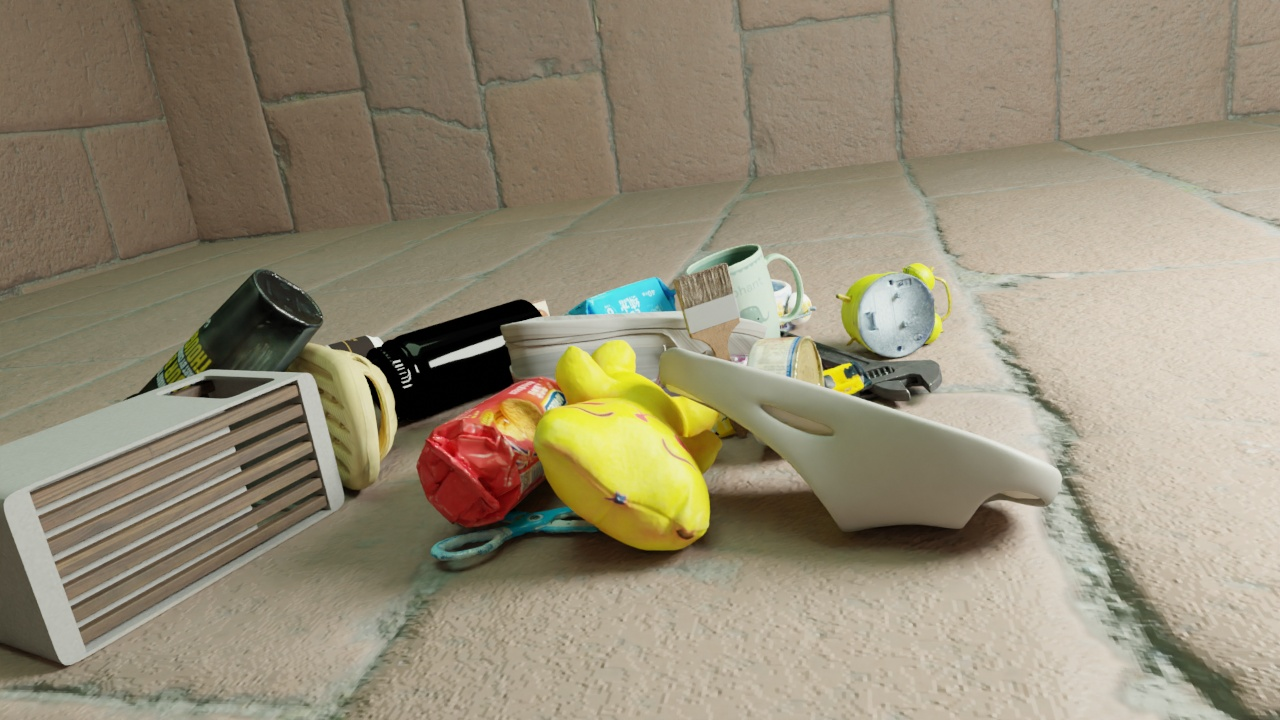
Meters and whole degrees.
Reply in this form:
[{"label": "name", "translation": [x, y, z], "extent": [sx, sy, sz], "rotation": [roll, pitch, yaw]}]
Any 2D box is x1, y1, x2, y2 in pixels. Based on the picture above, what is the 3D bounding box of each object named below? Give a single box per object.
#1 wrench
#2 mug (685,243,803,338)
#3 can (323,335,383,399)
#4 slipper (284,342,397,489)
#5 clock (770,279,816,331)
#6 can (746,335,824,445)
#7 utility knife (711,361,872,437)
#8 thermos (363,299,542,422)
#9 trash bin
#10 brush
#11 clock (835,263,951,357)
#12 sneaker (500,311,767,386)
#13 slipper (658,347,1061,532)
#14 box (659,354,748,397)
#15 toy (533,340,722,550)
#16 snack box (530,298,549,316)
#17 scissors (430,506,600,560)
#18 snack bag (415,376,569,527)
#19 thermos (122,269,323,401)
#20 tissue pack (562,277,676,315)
[{"label": "wrench", "translation": [0.191, -0.001, 0.884], "extent": [0.073, 0.018, 0.273], "rotation": [-22, 17, -14]}, {"label": "mug", "translation": [0.116, -0.064, 0.959], "extent": [0.111, 0.104, 0.084], "rotation": [-22, 17, -2]}, {"label": "can", "translation": [-0.339, 0.020, 0.989], "extent": [0.128, 0.072, 0.072], "rotation": [-18, 19, -30]}, {"label": "slipper", "translation": [-0.269, 0.035, 0.837], "extent": [0.079, 0.111, 0.262], "rotation": [-10, 16, -34]}, {"label": "clock", "translation": [0.143, -0.057, 1.052], "extent": [0.088, 0.052, 0.125], "rotation": [-16, 21, -29]}, {"label": "can", "translation": [0.114, 0.025, 0.717], "extent": [0.043, 0.086, 0.086], "rotation": [-3, 17, 25]}, {"label": "utility knife", "translation": [0.121, 0.035, 0.772], "extent": [0.159, 0.017, 0.030], "rotation": [-20, 53, -8]}, {"label": "thermos", "translation": [-0.195, 0.003, 0.949], "extent": [0.198, 0.086, 0.086], "rotation": [-21, 21, -38]}, {"label": "trash bin", "translation": [-0.348, 0.095, 0.656], "extent": [0.115, 0.114, 0.228], "rotation": [1, 19, 30]}, {"label": "brush", "translation": [0.066, -0.004, 0.734], "extent": [0.045, 0.143, 0.008], "rotation": [-20, 17, -8]}, {"label": "clock", "translation": [0.256, -0.050, 0.909], "extent": [0.119, 0.083, 0.057], "rotation": [-13, 10, -8]}, {"label": "sneaker", "translation": [-0.005, 0.004, 0.820], "extent": [0.236, 0.089, 0.099], "rotation": [-2, 7, -1]}, {"label": "slipper", "translation": [0.121, 0.063, 0.593], "extent": [0.266, 0.080, 0.113], "rotation": [19, -7, 25]}, {"label": "box", "translation": [0.043, 0.017, 0.877], "extent": [0.152, 0.037, 0.201], "rotation": [-27, 23, -25]}, {"label": "toy", "translation": [-0.015, 0.058, 0.644], "extent": [0.134, 0.087, 0.193], "rotation": [33, 17, -6]}, {"label": "snack box", "translation": [-0.200, -0.032, 1.100], "extent": [0.142, 0.041, 0.147], "rotation": [-18, 6, -30]}, {"label": "scissors", "translation": [-0.081, 0.112, 0.653], "extent": [0.139, 0.013, 0.118], "rotation": [-12, 12, -14]}, {"label": "snack bag", "translation": [-0.099, 0.066, 0.682], "extent": [0.082, 0.082, 0.176], "rotation": [-4, 9, 15]}, {"label": "thermos", "translation": [-0.377, 0.022, 0.811], "extent": [0.221, 0.098, 0.098], "rotation": [-46, 13, 10]}, {"label": "tissue pack", "translation": [-0.034, -0.035, 0.967], "extent": [0.144, 0.061, 0.093], "rotation": [-22, -5, -45]}]
